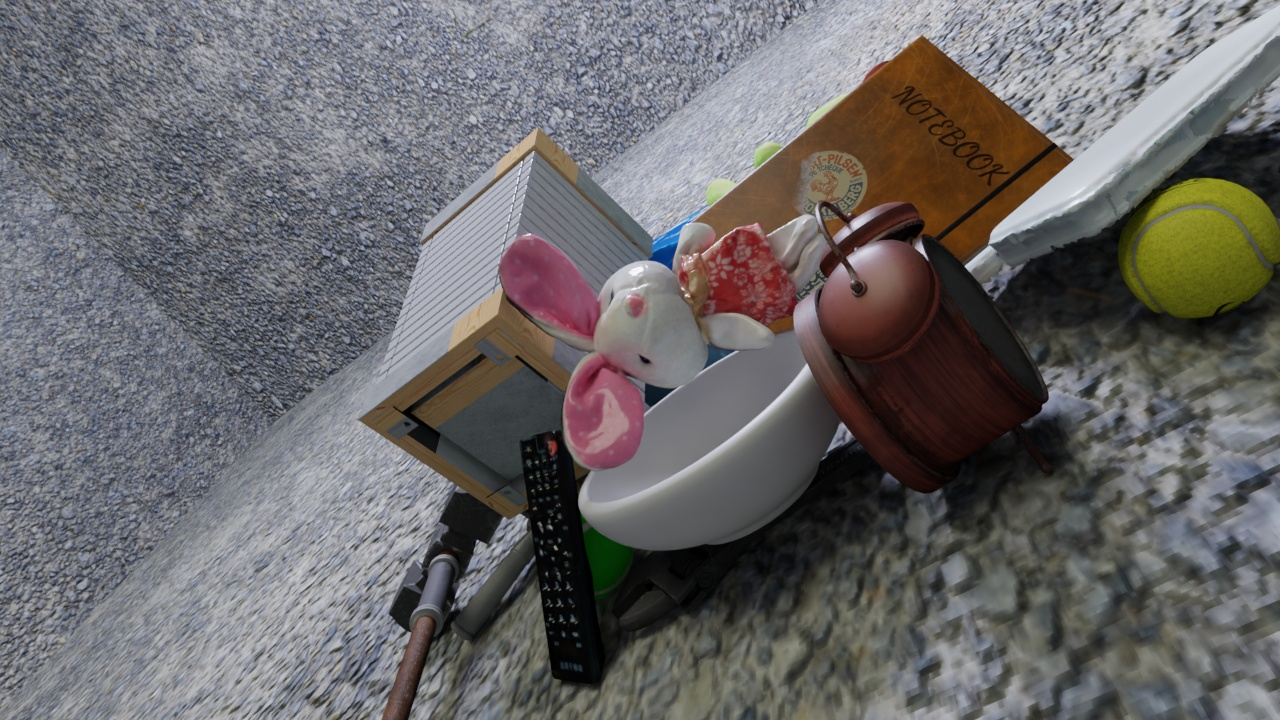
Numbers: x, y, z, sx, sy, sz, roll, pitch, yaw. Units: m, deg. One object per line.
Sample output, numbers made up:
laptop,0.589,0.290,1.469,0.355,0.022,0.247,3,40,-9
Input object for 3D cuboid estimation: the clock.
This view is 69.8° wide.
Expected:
clock,0.131,-0.013,0.452,0.072,0.157,0.120,-38,15,27

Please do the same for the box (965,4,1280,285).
box,0.268,-0.113,0.523,0.209,0.045,0.191,-39,-5,-11

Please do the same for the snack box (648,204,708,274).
snack box,0.095,-0.143,0.981,0.238,0.056,0.196,-38,12,-35

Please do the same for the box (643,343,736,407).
box,-0.005,0.003,0.824,0.232,0.094,0.111,-31,17,32

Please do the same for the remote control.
remote control,-0.046,0.118,0.562,0.022,0.150,0.047,-4,-8,-37

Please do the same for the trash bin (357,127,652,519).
trash bin,-0.092,-0.034,0.723,0.143,0.142,0.246,-33,33,27

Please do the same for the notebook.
notebook,0.166,-0.104,0.666,0.249,0.178,0.014,-39,-25,2

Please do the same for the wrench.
wrench,0.094,0.078,0.544,0.273,0.018,0.073,-36,14,8

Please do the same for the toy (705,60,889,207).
toy,0.165,-0.141,0.760,0.197,0.150,0.107,-31,35,30

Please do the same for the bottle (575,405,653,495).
bottle,0.002,0.072,0.682,0.166,0.059,0.059,-31,18,28

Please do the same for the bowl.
bowl,0.052,0.056,0.539,0.177,0.066,0.176,-35,10,7

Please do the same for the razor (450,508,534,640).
razor,-0.103,0.165,0.711,0.116,0.047,0.088,-52,19,-13

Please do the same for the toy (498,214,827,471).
toy,0.023,-0.030,0.557,0.194,0.159,0.084,-21,-21,0

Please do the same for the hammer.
hammer,-0.150,0.198,0.615,0.156,0.043,0.321,-60,11,15

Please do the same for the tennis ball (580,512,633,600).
tennis ball,-0.037,0.127,0.611,0.065,0.065,0.065,-36,17,12

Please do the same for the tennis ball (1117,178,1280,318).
tennis ball,0.261,-0.053,0.432,0.065,0.065,0.065,-36,17,12
